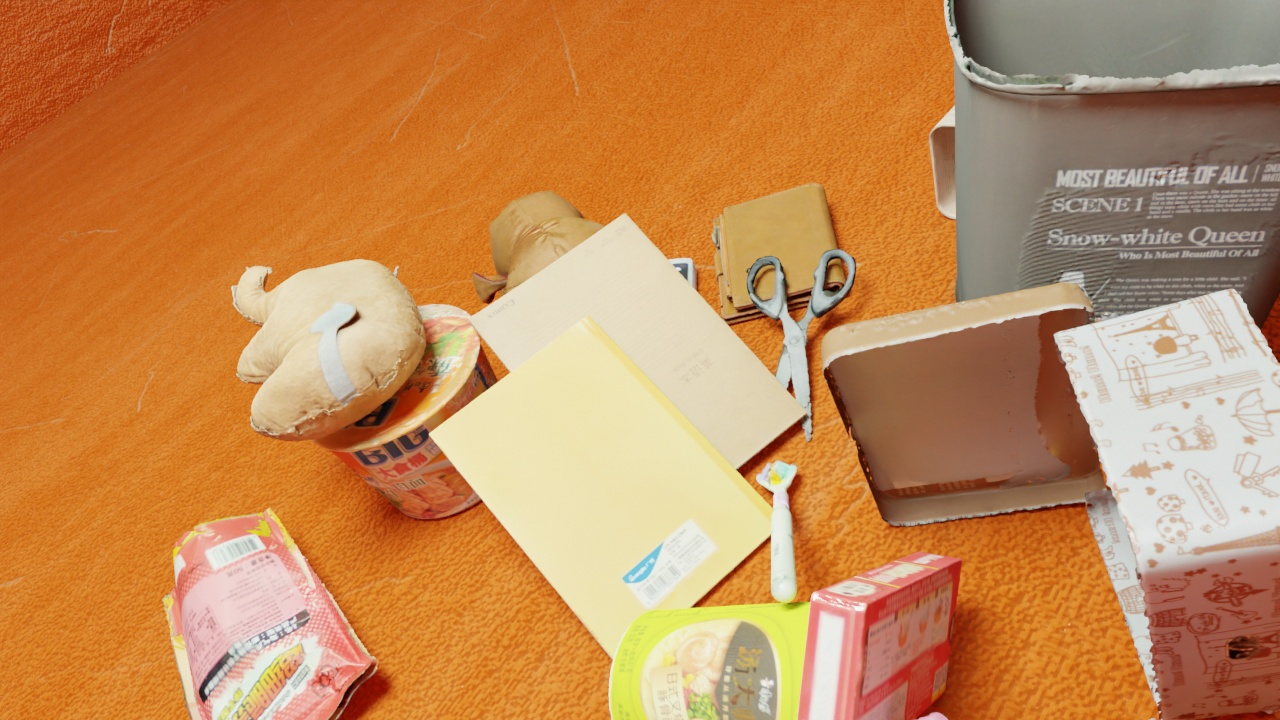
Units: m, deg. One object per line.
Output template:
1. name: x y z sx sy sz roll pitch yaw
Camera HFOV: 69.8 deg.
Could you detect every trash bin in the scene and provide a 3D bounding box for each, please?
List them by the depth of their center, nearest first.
1. trash bin: 0.277 -0.102 0.541 0.199 0.220 0.198 1 37 13

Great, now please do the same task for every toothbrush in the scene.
1. toothbrush: 0.082 0.097 0.544 0.029 0.020 0.189 -19 9 11

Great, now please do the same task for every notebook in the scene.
1. notebook: -0.025 0.080 0.620 0.145 0.010 0.206 -39 71 -16
2. notebook: -0.004 0.004 0.670 0.149 0.012 0.211 -37 73 -14

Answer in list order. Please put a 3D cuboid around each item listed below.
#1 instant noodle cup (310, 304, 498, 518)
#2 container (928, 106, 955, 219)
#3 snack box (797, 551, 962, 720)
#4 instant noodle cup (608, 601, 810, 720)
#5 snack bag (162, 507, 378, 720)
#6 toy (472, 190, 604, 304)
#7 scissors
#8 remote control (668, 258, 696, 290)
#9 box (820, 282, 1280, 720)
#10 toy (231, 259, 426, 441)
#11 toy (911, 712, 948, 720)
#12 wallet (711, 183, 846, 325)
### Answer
1. instant noodle cup: -0.172 0.046 0.728 0.151 0.111 0.151 -14 41 13
2. container: 0.304 -0.179 0.748 0.090 0.090 0.110 15 51 38
3. snack box: 0.119 0.139 0.442 0.025 0.152 0.075 7 91 34
4. instant noodle cup: 0.053 0.177 0.486 0.124 0.112 0.111 -7 43 33
5. snack bag: -0.277 0.200 0.661 0.128 0.073 0.208 -41 48 -12
6. toy: -0.073 -0.079 0.813 0.140 0.130 0.199 -34 20 -7
7. scissors: 0.121 -0.021 0.703 0.165 0.014 0.163 -37 50 -4
8. remote control: 0.019 -0.034 0.787 0.058 0.021 0.149 -12 43 15
9. box: 0.208 0.077 0.449 0.206 0.181 0.157 -11 47 21
10. toy: -0.240 -0.026 0.692 0.143 0.082 0.226 -29 37 -16
11. toy: 0.133 0.246 0.370 0.179 0.074 0.194 -3 65 15
12. wallet: 0.115 -0.094 0.792 0.108 0.031 0.131 -14 45 14
